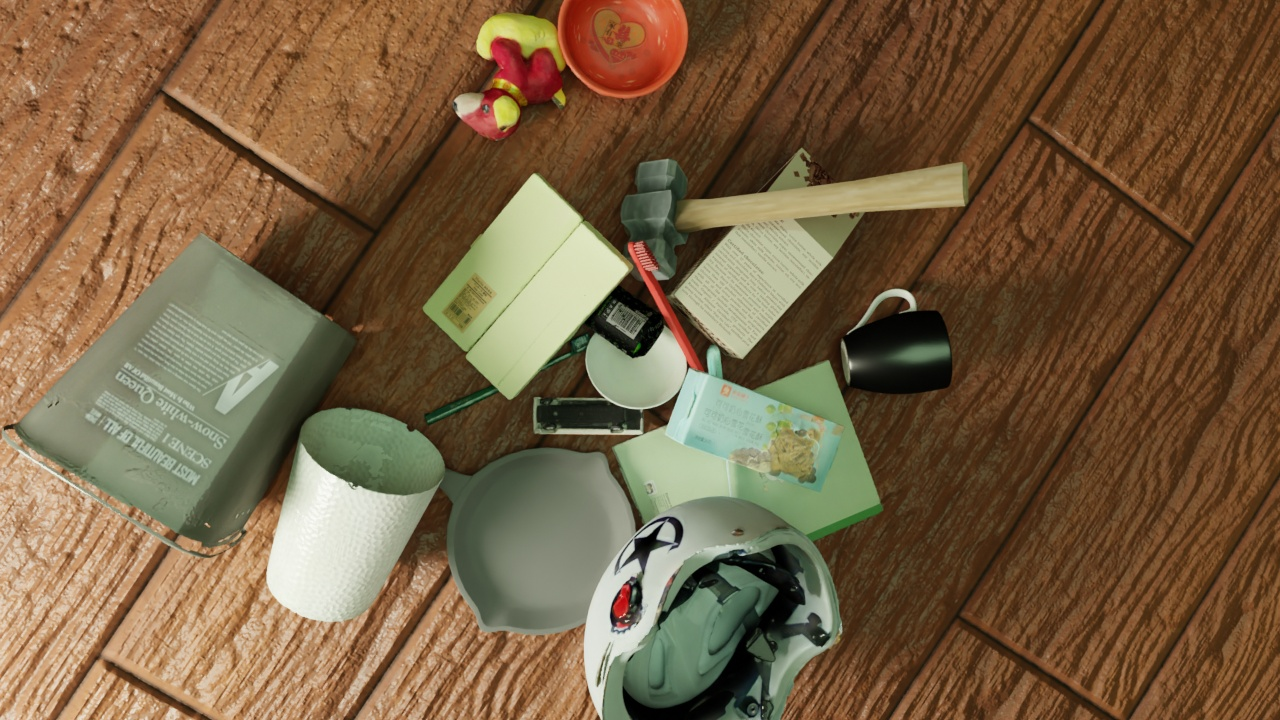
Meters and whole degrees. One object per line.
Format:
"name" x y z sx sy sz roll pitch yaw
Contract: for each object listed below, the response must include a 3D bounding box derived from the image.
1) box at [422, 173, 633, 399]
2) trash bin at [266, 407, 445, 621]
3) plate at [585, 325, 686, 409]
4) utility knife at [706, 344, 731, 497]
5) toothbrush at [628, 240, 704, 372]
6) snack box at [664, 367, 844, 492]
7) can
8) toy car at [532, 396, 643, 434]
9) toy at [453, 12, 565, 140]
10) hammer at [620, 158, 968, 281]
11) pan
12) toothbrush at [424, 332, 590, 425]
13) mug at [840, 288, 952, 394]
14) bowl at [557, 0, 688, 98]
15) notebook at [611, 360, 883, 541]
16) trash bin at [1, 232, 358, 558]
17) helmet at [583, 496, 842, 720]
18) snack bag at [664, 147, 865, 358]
"box" -0.114 -0.070 0.895 0.137 0.024 0.187 47 108 5
"trash bin" -0.274 0.148 0.859 0.133 0.133 0.161 23 110 -8
"plate" -0.006 0.006 0.943 0.104 0.026 0.104 4 65 -8
"utility knife" 0.085 0.072 0.960 0.015 0.022 0.177 -7 98 -6
"toothbrush" 0.039 -0.035 0.912 0.018 0.012 0.212 -9 130 27
"snack box" 0.117 0.071 0.933 0.174 0.053 0.075 21 89 -22
"can" -0.042 -0.058 0.918 0.137 0.054 0.054 35 88 6
"toy car" -0.054 0.059 0.944 0.113 0.039 0.039 0 69 -7
"toy" -0.122 -0.279 0.911 0.105 0.067 0.137 26 77 -11
"hammer" 0.135 -0.146 0.859 0.323 0.051 0.117 -3 65 25
"pan" -0.152 0.150 0.941 0.354 0.024 0.216 35 88 -9
"toothbrush" -0.134 0.018 0.941 0.189 0.016 0.017 -26 98 -6
"mug" 0.263 -0.020 0.969 0.100 0.085 0.118 -8 64 5
"bowl" -0.019 -0.325 0.924 0.130 0.045 0.130 0 93 -8
"notebook" 0.119 0.128 0.985 0.252 0.010 0.182 -22 96 -6
"trash bin" -0.387 0.024 0.827 0.197 0.198 0.220 36 81 -9
"helmet" 0.046 0.250 0.890 0.264 0.164 0.236 -50 124 -5
"snack bag" 0.131 -0.111 0.944 0.094 0.070 0.206 43 87 -8
